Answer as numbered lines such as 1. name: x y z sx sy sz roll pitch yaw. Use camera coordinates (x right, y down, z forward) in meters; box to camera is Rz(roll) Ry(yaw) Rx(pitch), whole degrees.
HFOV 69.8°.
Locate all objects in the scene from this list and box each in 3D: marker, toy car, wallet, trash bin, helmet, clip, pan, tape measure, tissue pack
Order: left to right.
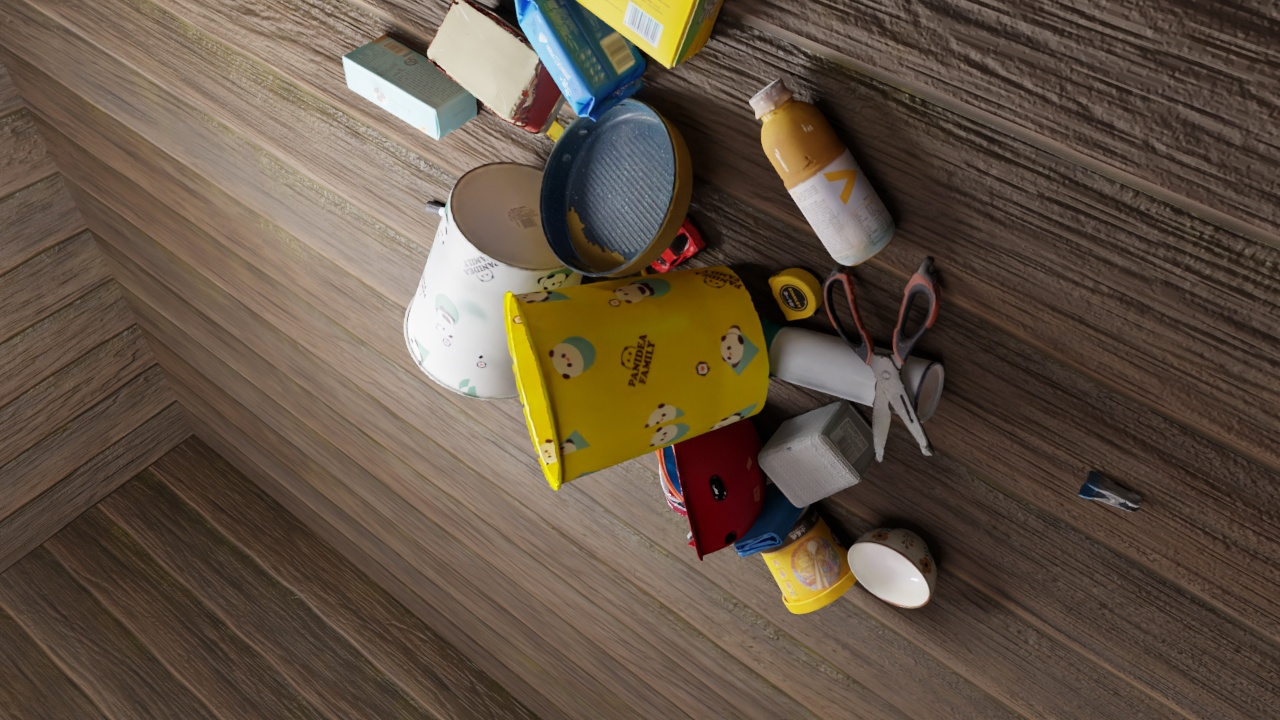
1. marker: -0.275 -0.218 1.372 0.131 0.018 0.023 19 151 35
2. trash bin: -0.183 -0.110 1.218 0.229 0.228 0.253 39 140 9
3. pan: -0.083 -0.244 1.042 0.198 0.078 0.357 -52 57 22
4. tissue pack: -0.064 -0.335 0.953 0.052 0.094 0.157 -8 119 56
5. trash bin: -0.006 0.006 1.054 0.230 0.255 0.229 166 91 -76
6. toy car: 0.036 -0.137 1.111 0.049 0.031 0.107 53 148 -8
7. helmet: 0.096 0.139 1.196 0.240 0.144 0.207 -118 10 -62
8. wallet: 0.183 0.198 1.212 0.040 0.132 0.107 44 146 -5
9. tape measure: 0.177 -0.076 1.023 0.057 0.028 0.060 -8 119 52
10. clip: 0.476 0.135 0.926 0.058 0.027 0.045 27 135 25

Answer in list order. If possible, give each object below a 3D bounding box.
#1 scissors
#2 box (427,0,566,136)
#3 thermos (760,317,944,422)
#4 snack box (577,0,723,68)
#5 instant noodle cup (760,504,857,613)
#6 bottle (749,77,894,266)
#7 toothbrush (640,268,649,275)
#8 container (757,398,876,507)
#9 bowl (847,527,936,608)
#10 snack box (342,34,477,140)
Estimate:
1. scissors: 0.252 -0.009 0.947 0.189 0.015 0.227 37 120 33
2. box: -0.163 -0.330 1.022 0.168 0.080 0.091 42 109 28
3. thermos: 0.220 0.009 1.032 0.224 0.073 0.073 17 137 36
4. snack box: -0.010 -0.399 0.847 0.210 0.069 0.158 40 146 10
5. instant noodle cup: 0.224 0.266 1.264 0.114 0.118 0.119 56 146 -2
6. bottle: 0.172 -0.181 0.882 0.189 0.067 0.068 53 146 -12
7. toothbrush: 0.014 -0.088 1.195 0.016 0.018 0.191 2 127 49
8. container: 0.223 0.112 1.121 0.090 0.090 0.115 49 143 -5
9. bowl: 0.331 0.256 1.177 0.113 0.062 0.114 29 142 25
10. snack box: -0.302 -0.359 1.201 0.175 0.074 0.052 33 145 19
